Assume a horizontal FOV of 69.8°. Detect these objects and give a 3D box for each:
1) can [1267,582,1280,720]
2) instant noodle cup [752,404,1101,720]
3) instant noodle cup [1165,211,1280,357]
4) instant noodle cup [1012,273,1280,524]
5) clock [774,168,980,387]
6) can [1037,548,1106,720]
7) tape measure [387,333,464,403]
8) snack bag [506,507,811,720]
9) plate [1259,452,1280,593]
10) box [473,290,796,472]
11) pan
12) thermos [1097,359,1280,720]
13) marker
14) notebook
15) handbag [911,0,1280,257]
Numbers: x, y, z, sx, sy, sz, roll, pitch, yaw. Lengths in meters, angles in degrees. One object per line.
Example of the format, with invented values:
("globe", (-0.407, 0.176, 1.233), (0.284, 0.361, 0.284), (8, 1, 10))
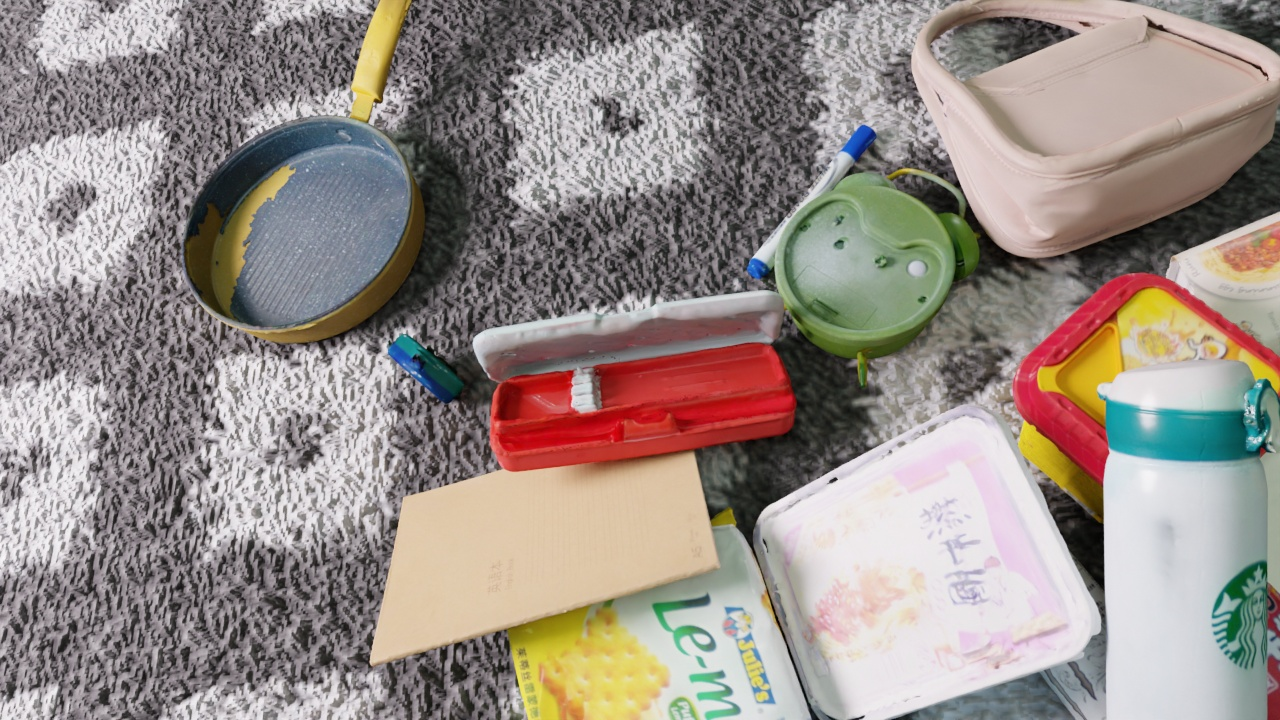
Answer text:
("can", (0.311, 0.155, 0.466), (0.066, 0.066, 0.093), (-34, 68, -4))
("instant noodle cup", (0.159, 0.118, 0.519), (0.174, 0.060, 0.138), (-35, 60, 33))
("instant noodle cup", (0.394, -0.038, 0.548), (0.124, 0.116, 0.116), (-18, 65, 17))
("instant noodle cup", (0.281, 0.033, 0.528), (0.116, 0.124, 0.116), (-41, 66, -7))
("clock", (0.162, -0.069, 0.632), (0.116, 0.056, 0.161), (36, 79, 21))
("can", (0.256, 0.171, 0.512), (0.058, 0.058, 0.146), (-33, 66, -4))
("tape measure", (-0.153, 0.006, 0.666), (0.025, 0.054, 0.058), (-50, 35, -8))
("snack bag", (0.022, 0.222, 0.533), (0.158, 0.068, 0.246), (-20, 65, 3))
("plate", (0.429, 0.112, 0.509), (0.205, 0.045, 0.204), (-4, 68, 9))
("box", (-0.004, 0.000, 0.597), (0.201, 0.098, 0.095), (-8, 39, 0))
("pan", (-0.243, -0.183, 0.749), (0.198, 0.078, 0.356), (19, 73, 18))
("thermos", (0.252, 0.111, 0.421), (0.073, 0.073, 0.224), (-2, 94, 11))
("marker", (0.127, -0.118, 0.681), (0.017, 0.017, 0.145), (35, 78, 22))
("notebook", (-0.060, 0.108, 0.583), (0.211, 0.012, 0.149), (-17, 30, 5))
("handbag", (0.290, -0.193, 0.645), (0.193, 0.093, 0.234), (-22, 54, -8))
